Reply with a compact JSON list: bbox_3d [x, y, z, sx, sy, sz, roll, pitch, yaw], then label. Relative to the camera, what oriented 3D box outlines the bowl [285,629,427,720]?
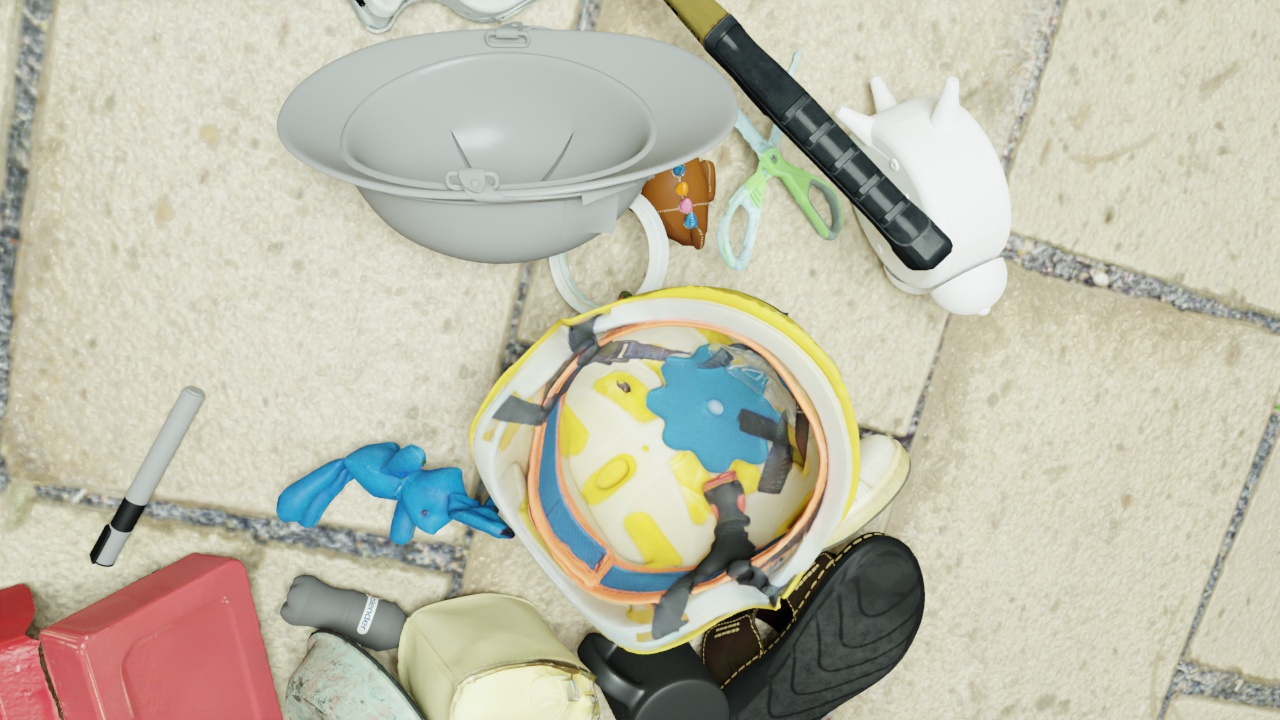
[{"bbox_3d":[-0.196,0.263,0.636,0.038,0.158,0.157,-35,111,-42],"label":"bowl"}]

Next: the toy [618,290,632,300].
[{"bbox_3d":[-0.004,0.004,0.669,0.084,0.046,0.103,6,107,-24],"label":"toy"}]

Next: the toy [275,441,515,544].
[{"bbox_3d":[-0.161,0.094,0.643,0.176,0.113,0.071,4,79,10],"label":"toy"}]

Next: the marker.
[{"bbox_3d":[-0.341,0.080,0.635,0.016,0.016,0.140,29,96,-15],"label":"marker"}]

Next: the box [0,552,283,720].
[{"bbox_3d":[-0.341,0.224,0.626,0.168,0.154,0.157,-13,106,-30],"label":"box"}]

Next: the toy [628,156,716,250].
[{"bbox_3d":[0.026,-0.124,0.612,0.070,0.103,0.090,-11,126,-9],"label":"toy"}]

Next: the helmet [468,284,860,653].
[{"bbox_3d":[0.030,0.046,0.580,0.241,0.139,0.209,-35,94,24],"label":"helmet"}]

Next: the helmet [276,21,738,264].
[{"bbox_3d":[-0.078,-0.117,0.581,0.271,0.183,0.118,1,137,2],"label":"helmet"}]

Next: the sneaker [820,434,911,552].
[{"bbox_3d":[0.080,0.107,0.691,0.241,0.089,0.102,-32,97,1],"label":"sneaker"}]

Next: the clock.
[{"bbox_3d":[0.189,-0.110,0.635,0.073,0.125,0.161,-24,111,-5],"label":"clock"}]

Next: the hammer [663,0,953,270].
[{"bbox_3d":[0.065,-0.180,0.556,0.025,0.117,0.333,-44,91,7],"label":"hammer"}]

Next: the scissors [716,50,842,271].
[{"bbox_3d":[0.090,-0.138,0.641,0.171,0.022,0.173,42,72,-27],"label":"scissors"}]

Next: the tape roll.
[{"bbox_3d":[-0.023,-0.074,0.630,0.093,0.013,0.093,5,100,32],"label":"tape roll"}]

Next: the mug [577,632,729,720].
[{"bbox_3d":[0.002,0.242,0.689,0.113,0.088,0.078,35,92,-25],"label":"mug"}]

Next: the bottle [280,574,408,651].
[{"bbox_3d":[-0.206,0.190,0.674,0.110,0.036,0.036,23,97,-15],"label":"bottle"}]

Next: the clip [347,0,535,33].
[{"bbox_3d":[-0.125,-0.268,0.579,0.142,0.073,0.124,-35,104,-9],"label":"clip"}]

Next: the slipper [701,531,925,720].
[{"bbox_3d":[0.119,0.228,0.723,0.113,0.075,0.268,25,116,-21],"label":"slipper"}]

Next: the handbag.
[{"bbox_3d":[-0.100,0.224,0.646,0.111,0.119,0.081,-3,101,-31],"label":"handbag"}]
